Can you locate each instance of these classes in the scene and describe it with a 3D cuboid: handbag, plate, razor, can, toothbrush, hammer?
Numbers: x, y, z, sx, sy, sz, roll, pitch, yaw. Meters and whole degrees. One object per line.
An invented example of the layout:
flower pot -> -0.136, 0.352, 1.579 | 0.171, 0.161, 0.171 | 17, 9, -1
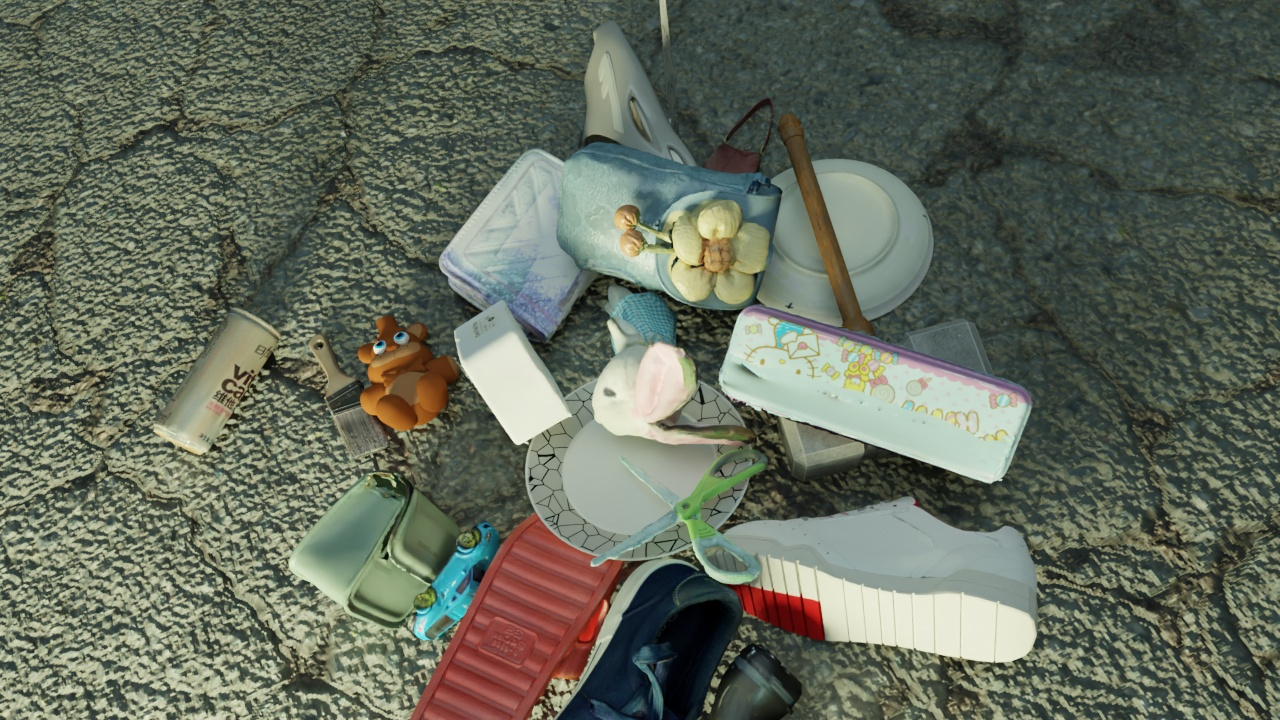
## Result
handbag -> -0.203, 0.152, 0.732 | 0.067, 0.122, 0.106 | 30, 73, 22
plate -> -0.002, 0.086, 0.770 | 0.188, 0.016, 0.188 | -4, 50, 5
razor -> 0.079, 0.277, 0.659 | 0.064, 0.053, 0.140 | 7, 68, 12
handbag -> 0.018, -0.112, 0.768 | 0.192, 0.122, 0.118 | 18, 28, 9
handbag -> -0.096, -0.106, 0.875 | 0.126, 0.069, 0.158 | 33, 74, 8
can -> -0.402, 0.020, 0.873 | 0.054, 0.054, 0.135 | 19, 69, 19
handbag -> 0.106, -0.218, 0.913 | 0.055, 0.029, 0.119 | 21, 65, 17
toothbrush -> 0.025, -0.269, 0.863 | 0.010, 0.182, 0.010 | -23, 59, -7
plate -> 0.176, -0.118, 0.844 | 0.182, 0.034, 0.182 | -4, 64, 8
hammer -> 0.166, -0.074, 0.772 | 0.163, 0.083, 0.317 | -15, 71, 3

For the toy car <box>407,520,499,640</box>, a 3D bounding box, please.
toy car -> -0.147, 0.181, 0.749 | 0.032, 0.048, 0.105 | 27, 71, 22

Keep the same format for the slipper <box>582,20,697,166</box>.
slipper -> -0.011, -0.212, 0.889 | 0.080, 0.113, 0.265 | -25, 69, 0

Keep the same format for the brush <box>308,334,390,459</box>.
brush -> -0.281, 0.031, 0.868 | 0.039, 0.012, 0.151 | -31, 63, -5

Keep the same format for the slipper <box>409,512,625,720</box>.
slipper -> -0.089, 0.215, 0.716 | 0.103, 0.059, 0.248 | 21, 55, 21

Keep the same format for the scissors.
scissors -> 0.035, 0.114, 0.699 | 0.171, 0.021, 0.172 | -30, 43, -24

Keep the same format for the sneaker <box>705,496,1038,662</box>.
sneaker -> 0.173, 0.147, 0.695 | 0.237, 0.090, 0.104 | 3, 41, 22

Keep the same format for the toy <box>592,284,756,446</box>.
toy -> -0.004, 0.004, 0.770 | 0.106, 0.131, 0.205 | -35, 40, 4

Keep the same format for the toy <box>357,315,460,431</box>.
toy -> -0.218, 0.005, 0.843 | 0.095, 0.065, 0.127 | -24, 57, -9

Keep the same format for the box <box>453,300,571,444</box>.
box -> -0.124, 0.020, 0.784 | 0.091, 0.102, 0.107 | -30, 24, -1

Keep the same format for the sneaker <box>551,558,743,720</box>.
sneaker -> -0.016, 0.269, 0.620 | 0.120, 0.127, 0.294 | 41, 69, -20

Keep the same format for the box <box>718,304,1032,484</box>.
box -> 0.166, 0.023, 0.669 | 0.214, 0.065, 0.078 | 18, 89, 13
